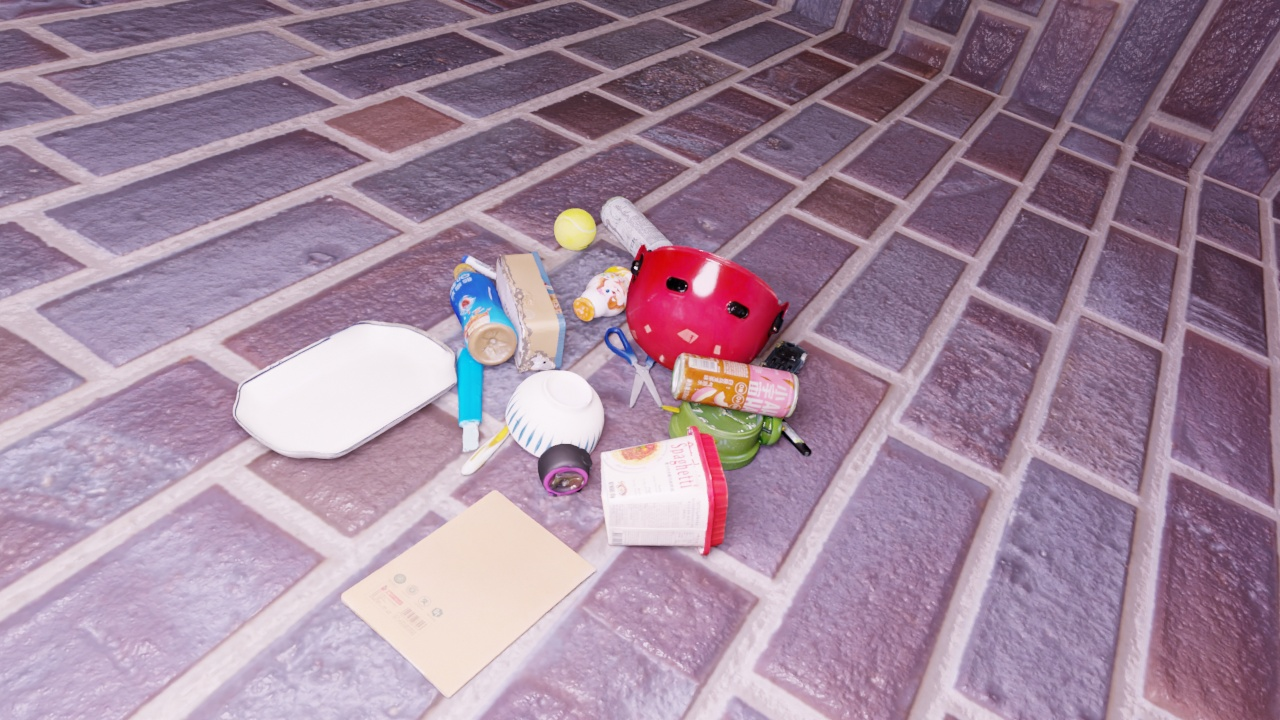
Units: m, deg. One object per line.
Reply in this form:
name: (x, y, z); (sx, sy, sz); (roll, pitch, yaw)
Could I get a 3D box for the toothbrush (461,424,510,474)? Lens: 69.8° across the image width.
toothbrush: (-0.155, 0.078, 1.081); (0.016, 0.018, 0.190); (24, 36, 14)

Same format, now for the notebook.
notebook: (-0.164, 0.219, 0.903); (0.148, 0.008, 0.207); (33, 40, 22)

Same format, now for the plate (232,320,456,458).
plate: (-0.332, 0.036, 1.057); (0.162, 0.034, 0.264); (30, 39, 19)

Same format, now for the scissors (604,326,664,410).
scissors: (0.006, 0.006, 1.242); (0.160, 0.012, 0.163); (-22, 52, -39)

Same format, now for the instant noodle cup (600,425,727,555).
instant noodle cup: (0.022, 0.144, 0.992); (0.124, 0.117, 0.116); (-4, 40, -7)

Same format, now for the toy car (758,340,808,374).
toy car: (0.200, 0.008, 1.293); (0.049, 0.031, 0.105); (28, 40, 15)

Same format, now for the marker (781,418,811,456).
marker: (0.181, 0.082, 1.207); (0.018, 0.015, 0.124); (-15, 49, -34)

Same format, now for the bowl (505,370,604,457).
bowl: (-0.094, 0.055, 1.077); (0.116, 0.066, 0.116); (16, 42, -15)

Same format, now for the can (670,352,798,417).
can: (0.114, 0.031, 1.113); (0.147, 0.058, 0.057); (10, 37, -8)

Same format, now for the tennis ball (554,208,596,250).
tennis ball: (-0.102, -0.204, 1.431); (0.065, 0.066, 0.065); (10, 37, -8)

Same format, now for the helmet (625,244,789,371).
helmet: (0.072, -0.053, 1.177); (0.207, 0.144, 0.240); (22, -3, 1)

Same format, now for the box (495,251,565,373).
box: (-0.151, -0.070, 1.217); (0.061, 0.090, 0.184); (-4, 44, -18)

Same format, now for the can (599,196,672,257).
can: (-0.007, -0.204, 1.472); (0.058, 0.058, 0.146); (-11, 44, -32)

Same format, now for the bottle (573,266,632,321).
bottle: (-0.050, -0.092, 1.305); (0.063, 0.063, 0.108); (31, 39, 19)

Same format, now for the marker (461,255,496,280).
marker: (-0.196, -0.117, 1.323); (0.146, 0.017, 0.016); (27, 38, 14)

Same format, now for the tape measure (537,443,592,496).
tape measure: (-0.084, 0.122, 1.017); (0.057, 0.057, 0.039); (9, 37, -24)

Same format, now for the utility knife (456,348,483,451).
utility knife: (-0.205, 0.046, 1.102); (0.034, 0.018, 0.187); (7, 35, -15)

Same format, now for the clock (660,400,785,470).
clock: (0.111, 0.073, 1.154); (0.160, 0.056, 0.116); (-15, 48, -35)

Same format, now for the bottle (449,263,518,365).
bottle: (-0.213, -0.071, 1.208); (0.065, 0.065, 0.218); (0, 29, -21)
